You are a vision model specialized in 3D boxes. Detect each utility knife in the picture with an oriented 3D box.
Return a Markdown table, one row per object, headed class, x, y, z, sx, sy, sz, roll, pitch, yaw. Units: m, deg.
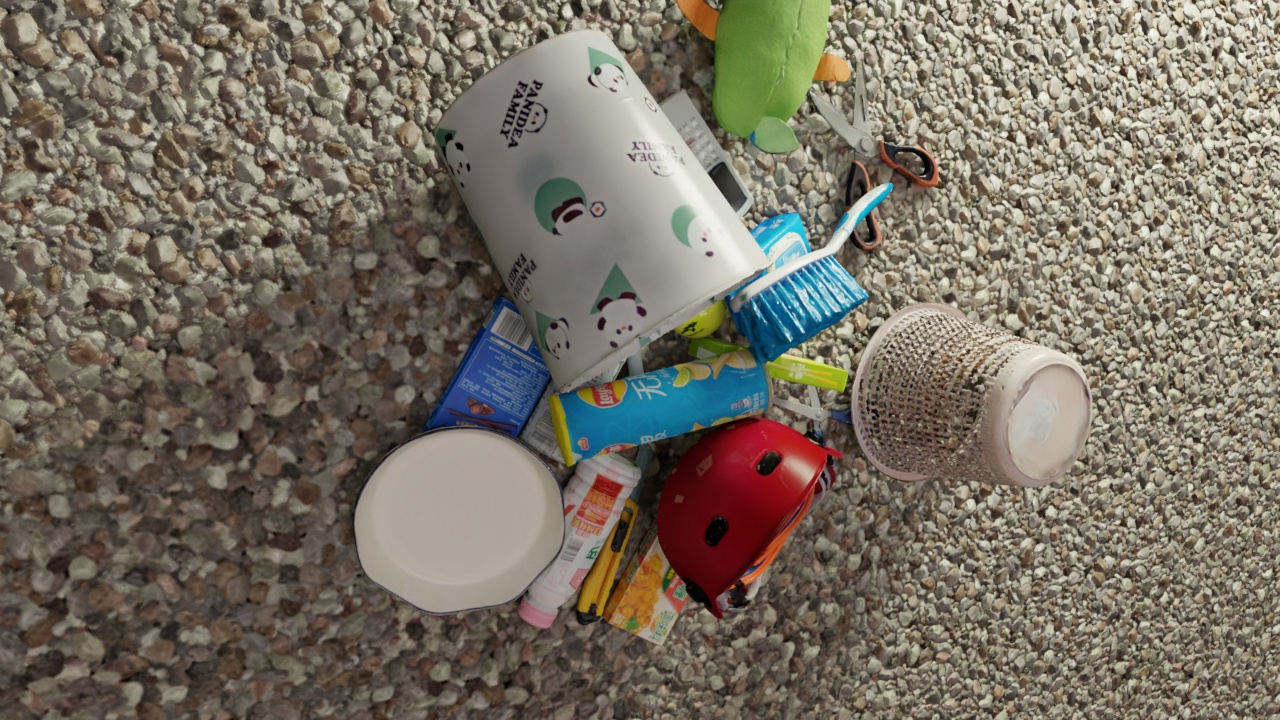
| class | x | y | z | sx | sy | sz | roll | pitch | yaw |
| --- | --- | --- | --- | --- | --- | --- | --- | --- | --- |
| utility knife | -0.026 | 0.191 | 1.015 | 0.033 | 0.015 | 0.219 | 18 | 92 | -27 |

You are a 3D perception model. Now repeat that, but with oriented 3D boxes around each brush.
| class | x | y | z | sx | sy | sz | roll | pitch | yaw |
| --- | --- | --- | --- | --- | --- | --- | --- | --- | --- |
| brush | 0.204 | -0.102 | 0.958 | 0.313 | 0.061 | 0.109 | -28 | 75 | -35 |

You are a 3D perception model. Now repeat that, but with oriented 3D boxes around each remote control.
| class | x | y | z | sx | sy | sz | roll | pitch | yaw |
| --- | --- | --- | --- | --- | --- | --- | --- | --- | --- |
| remote control | 0.063 | -0.210 | 0.976 | 0.058 | 0.021 | 0.150 | -42 | 111 | -11 |

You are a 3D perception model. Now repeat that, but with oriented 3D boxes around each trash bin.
| class | x | y | z | sx | sy | sz | roll | pitch | yaw |
| --- | --- | --- | --- | --- | --- | --- | --- | --- | --- |
| trash bin | -0.040 | -0.133 | 0.817 | 0.229 | 0.230 | 0.252 | -30 | 89 | -15 |
| trash bin | 0.390 | 0.052 | 1.058 | 0.227 | 0.192 | 0.227 | -4 | 100 | -27 |

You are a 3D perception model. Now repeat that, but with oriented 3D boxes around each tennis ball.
| class | x | y | z | sx | sy | sz | roll | pitch | yaw |
| --- | --- | --- | --- | --- | --- | --- | --- | --- | --- |
| tennis ball | 0.058 | -0.056 | 0.977 | 0.065 | 0.065 | 0.065 | -4 | 101 | -22 |

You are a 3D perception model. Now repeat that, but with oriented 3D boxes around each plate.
| class | x | y | z | sx | sy | sz | roll | pitch | yaw |
| --- | --- | --- | --- | --- | --- | --- | --- | --- | --- |
| plate | -0.178 | 0.154 | 0.910 | 0.204 | 0.045 | 0.205 | -4 | 109 | -12 |

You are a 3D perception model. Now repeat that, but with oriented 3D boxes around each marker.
| class | x | y | z | sx | sy | sz | roll | pitch | yaw |
| --- | --- | --- | --- | --- | --- | --- | --- | --- | --- |
| marker | -0.006 | 0.006 | 0.987 | 0.018 | 0.022 | 0.131 | -5 | 105 | 15 |

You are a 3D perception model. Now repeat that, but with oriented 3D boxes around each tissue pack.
| class | x | y | z | sx | sy | sz | roll | pitch | yaw |
| --- | --- | --- | --- | --- | --- | --- | --- | --- | --- |
| tissue pack | 0.140 | -0.093 | 0.987 | 0.156 | 0.052 | 0.095 | -41 | 116 | -42 |

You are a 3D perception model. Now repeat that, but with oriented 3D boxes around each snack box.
| class | x | y | z | sx | sy | sz | roll | pitch | yaw |
| --- | --- | --- | --- | --- | --- | --- | --- | --- | --- |
| snack box | 0.027 | 0.238 | 1.039 | 0.077 | 0.027 | 0.155 | 30 | 87 | -24 |
| snack box | -0.145 | 0.024 | 0.929 | 0.084 | 0.026 | 0.157 | 31 | 87 | -24 |
| snack box | 0.139 | 0.003 | 1.008 | 0.156 | 0.086 | 0.026 | 12 | 95 | -21 |

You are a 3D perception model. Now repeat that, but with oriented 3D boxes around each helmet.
| class | x | y | z | sx | sy | sz | roll | pitch | yaw |
| --- | --- | --- | --- | --- | --- | --- | --- | --- | --- |
| helmet | 0.094 | 0.141 | 0.932 | 0.144 | 0.240 | 0.207 | 36 | 83 | 17 |

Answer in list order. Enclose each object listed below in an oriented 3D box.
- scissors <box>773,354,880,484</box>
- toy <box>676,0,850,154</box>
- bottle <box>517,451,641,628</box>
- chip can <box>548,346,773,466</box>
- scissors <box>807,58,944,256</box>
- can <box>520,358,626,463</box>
| class | x | y | z | sx | sy | sz | roll | pitch | yaw |
| --- | --- | --- | --- | --- | --- | --- | --- | --- | --- |
| scissors | 0.220 | 0.074 | 1.099 | 0.175 | 0.012 | 0.162 | 3 | 98 | -21 |
| toy | 0.135 | -0.342 | 0.946 | 0.226 | 0.090 | 0.247 | 13 | 98 | -23 |
| bottle | -0.070 | 0.187 | 0.971 | 0.068 | 0.068 | 0.197 | 25 | 93 | -24 |
| chip can | 0.020 | 0.043 | 0.898 | 0.210 | 0.071 | 0.071 | -14 | 105 | -11 |
| scissors | 0.265 | -0.231 | 1.061 | 0.225 | 0.015 | 0.189 | 24 | 90 | -23 |
| can | -0.065 | 0.030 | 0.946 | 0.058 | 0.058 | 0.146 | 30 | 87 | -24 |
